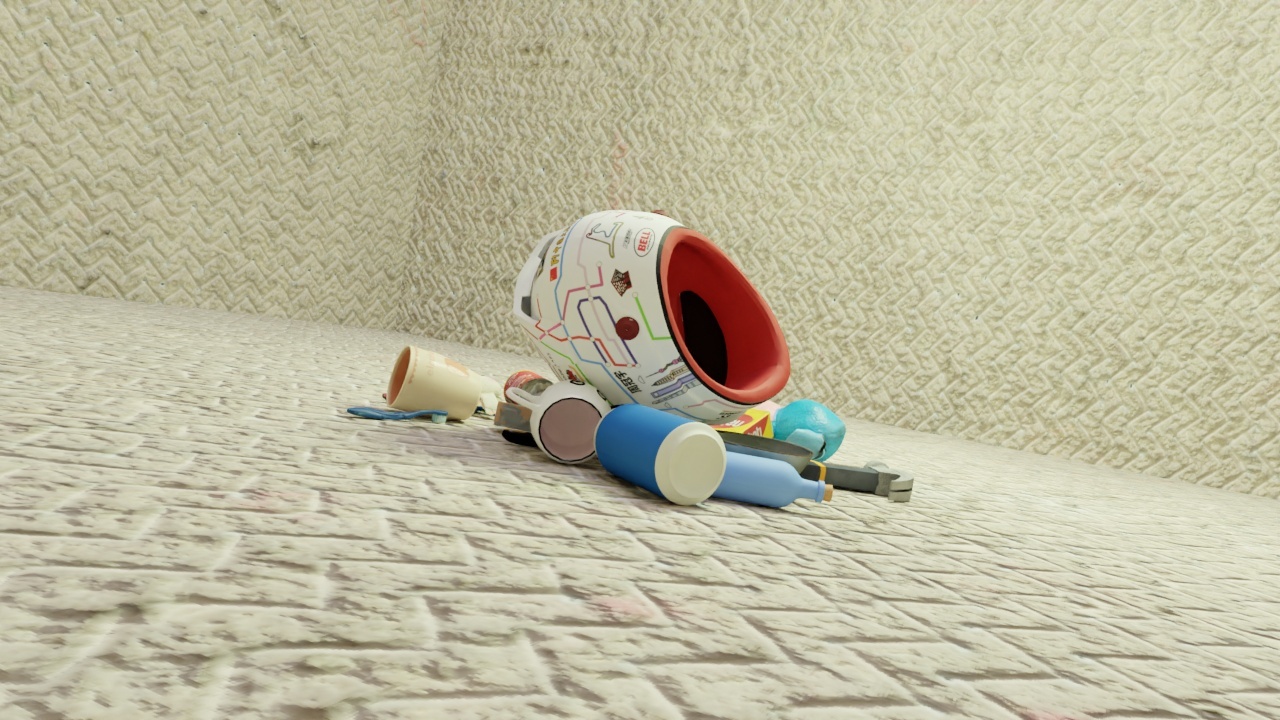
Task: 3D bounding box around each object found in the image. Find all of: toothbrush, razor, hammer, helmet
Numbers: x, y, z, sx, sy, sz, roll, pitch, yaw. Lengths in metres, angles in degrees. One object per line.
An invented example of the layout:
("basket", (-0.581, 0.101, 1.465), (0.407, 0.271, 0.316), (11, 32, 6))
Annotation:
("toothbrush", (-0.292, 0.066, 1.108), (0.132, 0.016, 0.021), (5, 4, -41))
("razor", (-0.090, 0.097, 1.070), (0.144, 0.021, 0.044), (11, -16, -3))
("hammer", (0.199, 0.138, 1.171), (0.312, 0.035, 0.139), (9, 3, -11))
("helmet", (0.001, -0.039, 1.104), (0.237, 0.230, 0.314), (-18, -46, 39))

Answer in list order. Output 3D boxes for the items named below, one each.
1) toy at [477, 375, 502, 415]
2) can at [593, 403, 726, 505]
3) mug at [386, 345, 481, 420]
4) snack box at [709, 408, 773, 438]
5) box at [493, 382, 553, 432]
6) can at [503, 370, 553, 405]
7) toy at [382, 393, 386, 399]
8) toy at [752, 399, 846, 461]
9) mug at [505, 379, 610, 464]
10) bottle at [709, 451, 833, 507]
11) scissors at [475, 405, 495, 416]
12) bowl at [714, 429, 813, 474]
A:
("toy", (-0.238, 0.046, 1.312), (0.112, 0.050, 0.087), (9, 5, 41))
("can", (0.016, 0.090, 0.908), (0.078, 0.079, 0.146), (9, 2, -30))
("mug", (-0.267, 0.026, 1.197), (0.104, 0.085, 0.111), (20, 27, -26))
("snack box", (0.081, 0.092, 1.303), (0.201, 0.042, 0.091), (10, 28, 43))
("box", (-0.065, 0.078, 1.189), (0.217, 0.071, 0.156), (10, 23, 16))
("can", (-0.165, 0.053, 1.386), (0.066, 0.066, 0.124), (9, 2, -18))
("toy", (-0.301, 0.043, 1.278), (0.103, 0.050, 0.065), (-26, 2, 20))
("toy", (0.215, 0.102, 1.372), (0.192, 0.099, 0.223), (5, 11, 26))
("mug", (-0.091, 0.059, 1.002), (0.124, 0.090, 0.076), (28, 7, -9))
("bottle", (0.129, 0.124, 0.932), (0.131, 0.048, 0.048), (10, 2, 3))
("scissors", (-0.241, 0.067, 1.356), (0.125, 0.014, 0.130), (9, 2, 4))
("bowl", (0.114, 0.115, 1.026), (0.151, 0.057, 0.150), (10, 1, 0))
